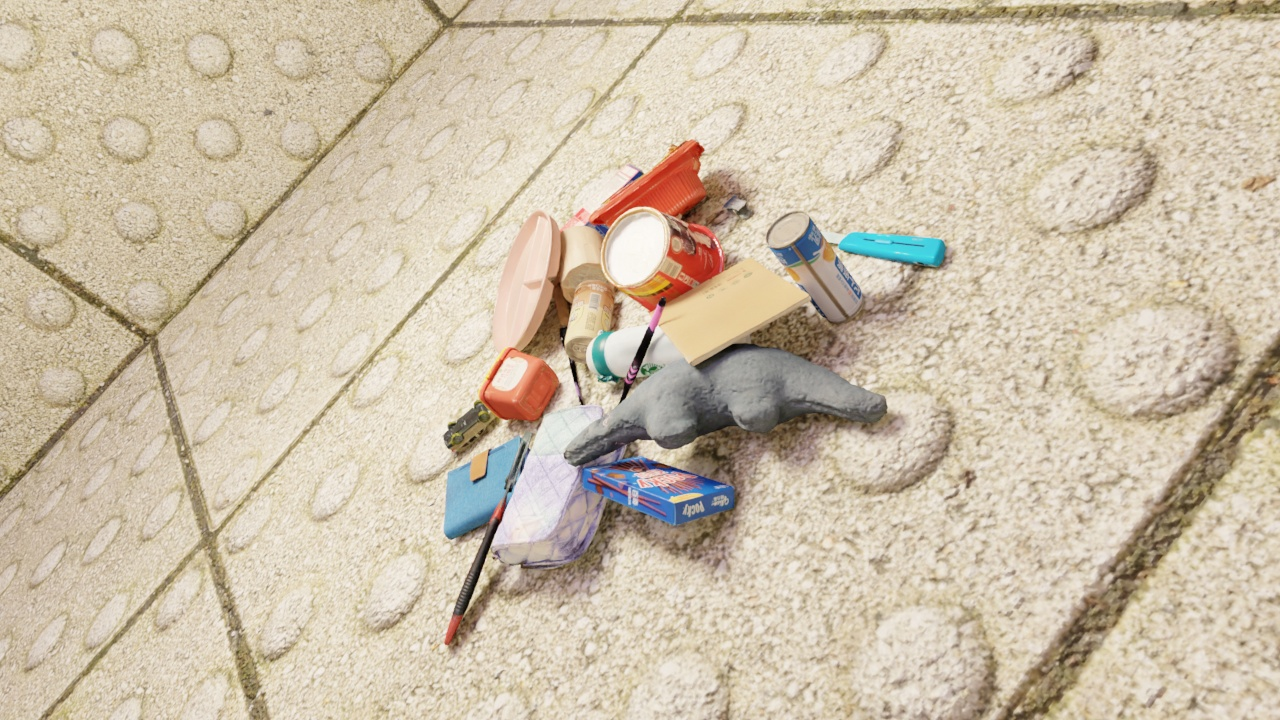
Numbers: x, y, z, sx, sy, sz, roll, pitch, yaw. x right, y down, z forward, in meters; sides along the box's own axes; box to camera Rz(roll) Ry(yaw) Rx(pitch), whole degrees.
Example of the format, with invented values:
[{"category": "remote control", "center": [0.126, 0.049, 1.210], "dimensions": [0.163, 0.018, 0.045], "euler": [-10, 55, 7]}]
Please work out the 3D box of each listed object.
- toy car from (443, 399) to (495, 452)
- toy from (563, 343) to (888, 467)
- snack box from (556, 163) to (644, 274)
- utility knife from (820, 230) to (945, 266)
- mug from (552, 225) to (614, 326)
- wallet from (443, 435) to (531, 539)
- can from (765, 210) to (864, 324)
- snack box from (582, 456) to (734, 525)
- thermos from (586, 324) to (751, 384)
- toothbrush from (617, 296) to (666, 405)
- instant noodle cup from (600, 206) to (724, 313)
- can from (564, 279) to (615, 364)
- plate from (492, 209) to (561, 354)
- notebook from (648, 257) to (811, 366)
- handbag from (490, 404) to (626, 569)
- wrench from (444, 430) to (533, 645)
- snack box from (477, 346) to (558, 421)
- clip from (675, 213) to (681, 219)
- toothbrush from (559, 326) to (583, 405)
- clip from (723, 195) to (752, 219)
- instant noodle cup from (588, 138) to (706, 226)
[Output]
[{"category": "toy car", "center": [-0.245, 0.094, 1.328], "dimensions": [0.090, 0.035, 0.042], "euler": [-42, 36, 3]}, {"category": "toy", "center": [0.081, 0.045, 0.987], "dimensions": [0.357, 0.091, 0.137], "euler": [-13, 39, 20]}, {"category": "snack box", "center": [-0.067, -0.217, 1.449], "dimensions": [0.207, 0.057, 0.058], "euler": [-45, 32, 0]}, {"category": "utility knife", "center": [0.268, -0.134, 1.060], "dimensions": [0.034, 0.018, 0.199], "euler": [-54, 34, -12]}, {"category": "mug", "center": [-0.095, -0.124, 1.374], "dimensions": [0.125, 0.084, 0.103], "euler": [-57, 30, 27]}, {"category": "wallet", "center": [-0.203, 0.167, 1.212], "dimensions": [0.133, 0.040, 0.106], "euler": [-27, 43, 22]}, {"category": "can", "center": [0.192, -0.099, 0.997], "dimensions": [0.053, 0.134, 0.053], "euler": [-27, 38, 24]}, {"category": "snack box", "center": [0.016, 0.136, 0.984], "dimensions": [0.157, 0.084, 0.026], "euler": [12, 105, 50]}, {"category": "thermos", "center": [0.026, -0.012, 1.138], "dimensions": [0.225, 0.073, 0.073], "euler": [-8, 49, 41]}, {"category": "toothbrush", "center": [-0.007, 0.007, 1.114], "dimensions": [0.014, 0.017, 0.189], "euler": [30, 114, 17]}, {"category": "instant noodle cup", "center": [0.024, -0.130, 1.184], "dimensions": [0.138, 0.108, 0.137], "euler": [-12, 69, 34]}, {"category": "can", "center": [-0.070, -0.055, 1.284], "dimensions": [0.059, 0.058, 0.116], "euler": [-22, 41, 29]}, {"category": "plate", "center": [-0.174, -0.117, 1.402], "dimensions": [0.230, 0.028, 0.229], "euler": [-42, 41, 50]}, {"category": "notebook", "center": [0.095, -0.062, 1.057], "dimensions": [0.148, 0.008, 0.207], "euler": [-29, 21, -2]}, {"category": "handbag", "center": [-0.094, 0.150, 1.086], "dimensions": [0.134, 0.075, 0.193], "euler": [-13, 44, 43]}, {"category": "wrench", "center": [-0.184, 0.211, 1.115], "dimensions": [0.056, 0.016, 0.273], "euler": [123, 167, -73]}, {"category": "snack box", "center": [-0.167, 0.035, 1.274], "dimensions": [0.080, 0.082, 0.091], "euler": [10, 62, 38]}, {"category": "clip", "center": [0.056, -0.151, 1.288], "dimensions": [0.035, 0.092, 0.103], "euler": [-113, 37, -52]}, {"category": "toothbrush", "center": [-0.094, 0.005, 1.287], "dimensions": [0.017, 0.014, 0.188], "euler": [-26, 37, 5]}, {"category": "clip", "center": [0.135, -0.214, 1.274], "dimensions": [0.025, 0.031, 0.057], "euler": [-41, 30, 2]}, {"category": "instant noodle cup", "center": [0.026, -0.235, 1.314], "dimensions": [0.189, 0.079, 0.164], "euler": [-36, 1, 14]}]
